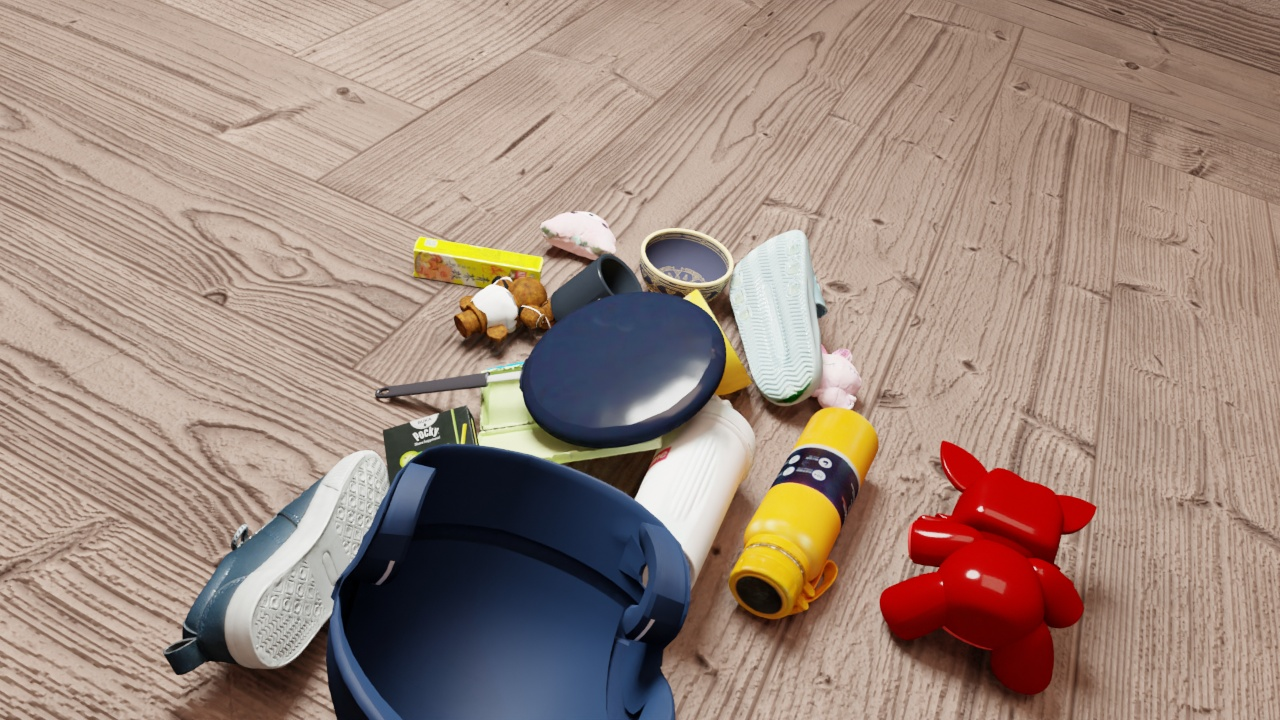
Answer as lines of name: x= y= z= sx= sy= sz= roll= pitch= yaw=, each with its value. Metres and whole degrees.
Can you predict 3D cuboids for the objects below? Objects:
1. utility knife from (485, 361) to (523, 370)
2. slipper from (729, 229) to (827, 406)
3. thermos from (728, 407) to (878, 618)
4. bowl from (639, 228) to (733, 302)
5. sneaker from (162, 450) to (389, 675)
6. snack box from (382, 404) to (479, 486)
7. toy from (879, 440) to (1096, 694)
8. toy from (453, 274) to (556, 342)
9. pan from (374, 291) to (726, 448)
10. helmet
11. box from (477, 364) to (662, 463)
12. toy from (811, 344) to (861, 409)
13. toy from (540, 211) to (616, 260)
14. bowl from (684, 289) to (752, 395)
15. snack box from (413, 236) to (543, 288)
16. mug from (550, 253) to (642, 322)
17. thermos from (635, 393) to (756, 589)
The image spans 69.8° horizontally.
utility knife: x=-0.129 y=0.011 z=0.978 sx=0.123 sy=0.022 sz=0.015 roll=-13 pitch=48 yaw=-22
slipper: x=0.166 y=-0.047 z=1.063 sx=0.104 sy=0.074 sz=0.244 roll=-23 pitch=47 yaw=25
thermos: x=0.162 y=0.143 z=0.864 sx=0.091 sy=0.076 sz=0.231 roll=29 pitch=43 yaw=12
bowl: x=0.051 y=-0.103 z=1.114 sx=0.112 sy=0.061 sz=0.112 roll=7 pitch=42 yaw=-7
sneaker: x=-0.277 y=0.157 z=0.734 sx=0.087 sy=0.089 sz=0.235 roll=-7 pitch=24 yaw=18
snack box: x=-0.177 y=0.116 z=0.809 sx=0.080 sy=0.025 sz=0.147 roll=-17 pitch=55 yaw=-3
toy: x=0.320 y=0.180 z=0.834 sx=0.158 sy=0.121 sz=0.196 roll=23 pitch=52 yaw=14
toy: x=-0.151 y=-0.056 z=1.017 sx=0.112 sy=0.067 sz=0.087 roll=-30 pitch=57 yaw=-27
pan: x=-0.095 y=0.010 z=0.887 sx=0.357 sy=0.021 sz=0.198 roll=-7 pitch=44 yaw=12
helmet: x=-0.096 y=0.204 z=0.612 sx=0.232 sy=0.223 sz=0.272 roll=17 pitch=10 yaw=-17
box: x=-0.069 y=0.051 z=0.881 sx=0.188 sy=0.047 sz=0.140 roll=-10 pitch=41 yaw=8
toy: x=0.217 y=0.013 z=1.043 sx=0.063 sy=0.047 sz=0.109 roll=9 pitch=36 yaw=-5
toy: x=-0.070 y=-0.162 z=1.157 sx=0.099 sy=0.053 sz=0.095 roll=21 pitch=30 yaw=4
bowl: x=0.064 y=-0.010 z=0.992 sx=0.068 sy=0.117 sz=0.117 roll=-31 pitch=49 yaw=5
snack box: x=-0.190 y=-0.110 z=1.076 sx=0.148 sy=0.040 sz=0.028 roll=9 pitch=42 yaw=-5
mug: x=-0.037 y=-0.065 z=1.031 sx=0.105 sy=0.078 sz=0.071 roll=16 pitch=49 yaw=-47
thermos: x=0.044 y=0.114 z=0.827 sx=0.099 sy=0.099 sz=0.219 roll=20 pitch=32 yaw=8
